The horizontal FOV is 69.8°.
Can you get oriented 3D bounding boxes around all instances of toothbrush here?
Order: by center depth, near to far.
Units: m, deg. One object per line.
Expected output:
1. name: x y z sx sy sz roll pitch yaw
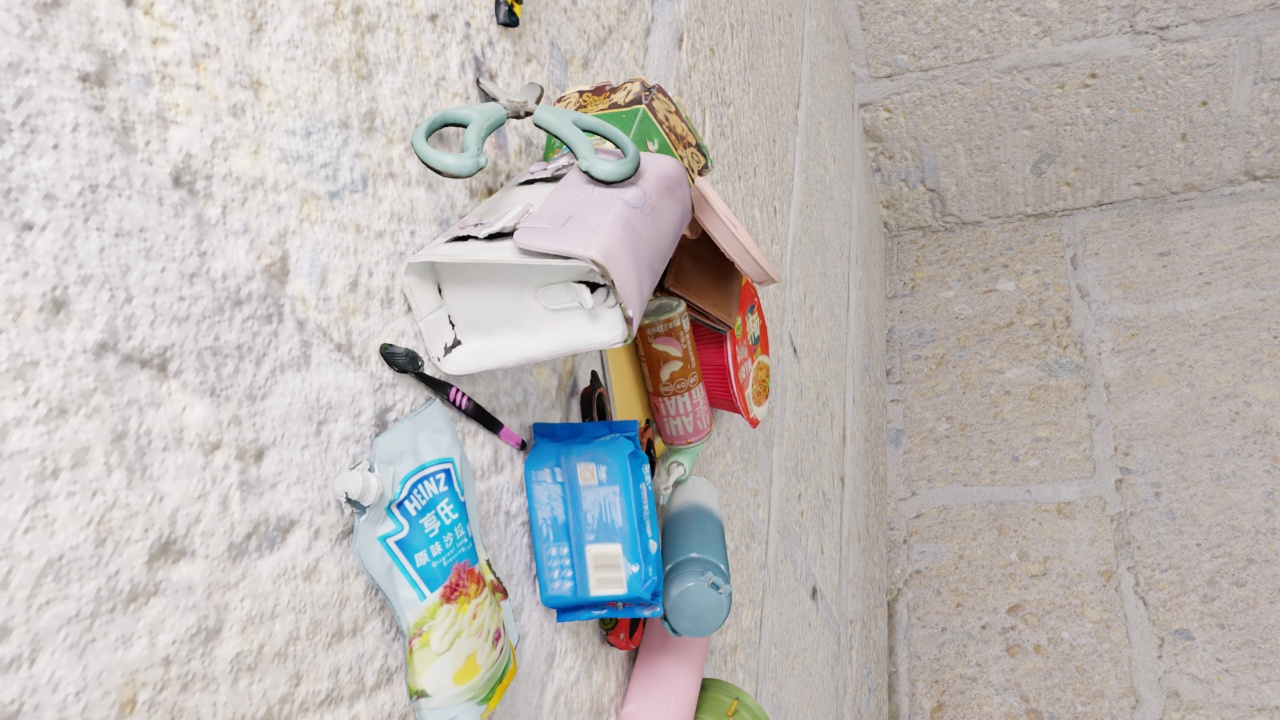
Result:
1. toothbrush: -0.116 0.029 0.616 0.189 0.018 0.014 49 49 -59
2. toothbrush: 0.043 0.105 0.955 0.224 0.026 0.027 -40 137 -75

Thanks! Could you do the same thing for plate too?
1. plate: 0.072 -0.167 0.986 0.229 0.028 0.229 48 13 -16

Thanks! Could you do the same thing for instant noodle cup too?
1. instant noodle cup: 0.109 -0.010 1.143 0.193 0.066 0.194 -6 90 -69

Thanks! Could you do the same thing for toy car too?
1. toy car: -0.012 0.206 0.829 0.049 0.031 0.106 52 37 -57

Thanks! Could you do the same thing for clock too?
1. clock: 0.073 0.391 0.894 0.056 0.116 0.161 -28 108 -55

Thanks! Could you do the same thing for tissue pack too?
1. tissue pack: -0.034 0.121 0.702 0.052 0.095 0.157 -9 92 -70

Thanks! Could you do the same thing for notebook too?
1. notebook: -0.005 0.005 0.917 0.145 0.010 0.206 -33 116 -67

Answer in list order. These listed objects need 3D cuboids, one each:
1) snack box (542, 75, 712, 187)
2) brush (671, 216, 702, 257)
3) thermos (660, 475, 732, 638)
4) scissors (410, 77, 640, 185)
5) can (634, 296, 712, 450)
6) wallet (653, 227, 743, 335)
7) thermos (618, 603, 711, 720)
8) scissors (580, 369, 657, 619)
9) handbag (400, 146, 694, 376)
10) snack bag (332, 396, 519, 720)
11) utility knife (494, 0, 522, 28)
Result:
1. snack box: -0.021 -0.160 0.786 0.117 0.118 0.105 50 51 -46
2. brush: 0.017 -0.133 0.920 0.145 0.073 0.063 -14 98 -71
3. thermos: 0.049 0.180 0.864 0.220 0.070 0.070 -82 161 -73
4. scissors: -0.066 -0.155 0.624 0.172 0.179 0.019 -70 172 -54
5. can: 0.032 0.013 0.913 0.057 0.058 0.147 -58 139 -57
6. wallet: 0.071 -0.098 1.039 0.101 0.032 0.124 30 49 -20
7. thermos: 0.035 0.276 0.863 0.067 0.087 0.198 36 41 -12
8. scissors: -0.015 0.116 0.809 0.222 0.015 0.189 -83 154 -43
9. handbag: -0.052 -0.078 0.628 0.196 0.145 0.098 -62 144 -56
10. snack bag: -0.122 0.126 0.552 0.110 0.039 0.191 -36 119 -53
11. utility knife: -0.100 -0.331 0.737 0.033 0.015 0.154 46 43 -63
